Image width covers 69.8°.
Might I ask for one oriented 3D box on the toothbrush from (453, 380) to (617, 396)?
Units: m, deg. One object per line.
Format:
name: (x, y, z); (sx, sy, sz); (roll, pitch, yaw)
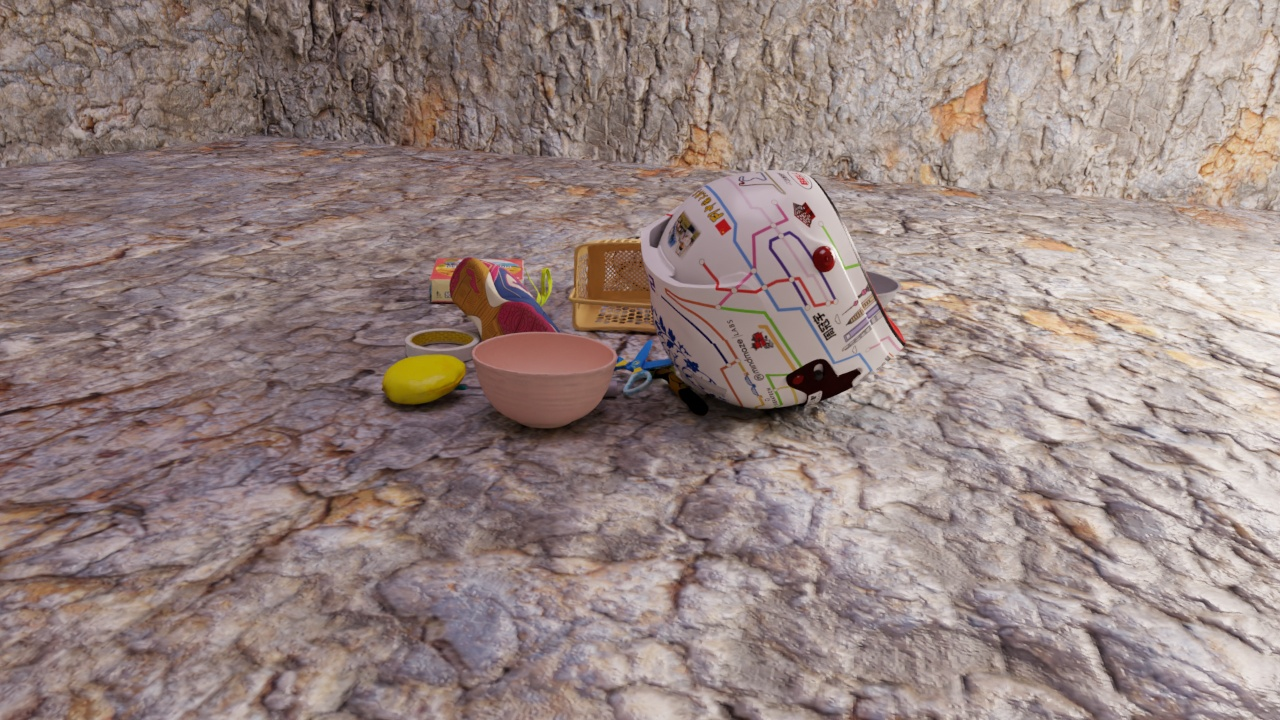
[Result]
toothbrush: (-0.121, 0.031, 1.046); (0.188, 0.018, 0.019); (1, 21, -5)

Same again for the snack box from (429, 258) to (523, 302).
snack box: (-0.257, -0.128, 1.457); (0.142, 0.040, 0.145); (-1, 19, -7)

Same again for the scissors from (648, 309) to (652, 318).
scissors: (0.033, -0.085, 1.418); (0.118, 0.014, 0.129); (-8, 20, -21)

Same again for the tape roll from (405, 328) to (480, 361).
tape roll: (-0.252, -0.019, 1.173); (0.094, 0.019, 0.094); (2, 19, -1)

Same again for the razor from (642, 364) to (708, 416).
razor: (0.045, 0.032, 1.067); (0.044, 0.021, 0.144); (-5, 22, -20)

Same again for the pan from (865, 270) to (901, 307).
pan: (0.234, -0.125, 1.317); (0.200, 0.051, 0.356); (-1, 18, -11)

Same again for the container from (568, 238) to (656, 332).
container: (-0.001, -0.102, 1.280); (0.183, 0.129, 0.166); (4, 19, 3)

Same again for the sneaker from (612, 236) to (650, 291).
sneaker: (0.051, -0.151, 1.436); (0.246, 0.091, 0.097); (20, -13, 33)

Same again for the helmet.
helmet: (0.136, -0.060, 1.025); (0.236, 0.314, 0.230); (-35, 40, 7)

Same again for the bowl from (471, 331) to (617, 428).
bowl: (-0.102, 0.026, 0.977); (0.153, 0.076, 0.153); (3, 18, -1)

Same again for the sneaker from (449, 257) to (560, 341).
sneaker: (-0.151, -0.058, 1.176); (0.091, 0.116, 0.242); (18, 20, -48)

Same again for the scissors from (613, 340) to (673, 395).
scissors: (-0.006, 0.007, 1.102); (0.125, 0.014, 0.130); (-9, 31, 12)

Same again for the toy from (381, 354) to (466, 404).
toy: (-0.241, 0.019, 1.020); (0.094, 0.041, 0.095); (-12, 24, -10)
